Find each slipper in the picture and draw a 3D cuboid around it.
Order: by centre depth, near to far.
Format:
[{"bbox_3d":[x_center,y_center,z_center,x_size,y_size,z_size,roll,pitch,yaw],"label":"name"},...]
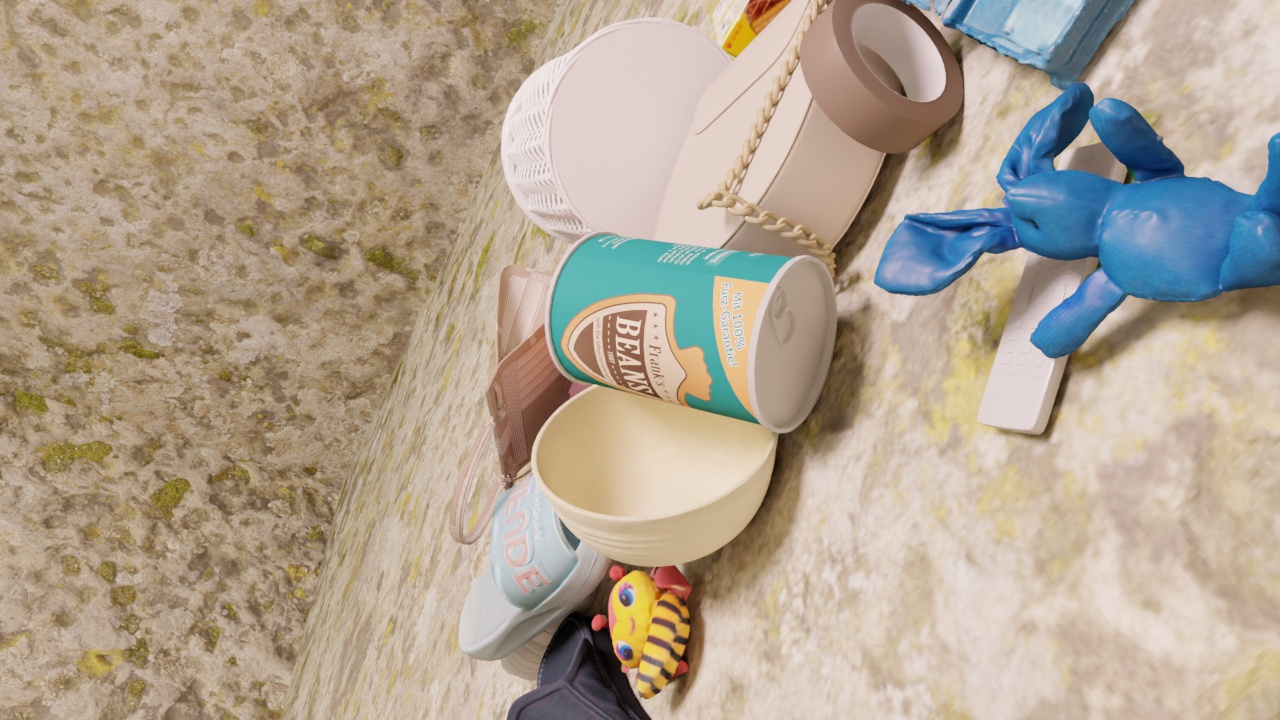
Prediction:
[{"bbox_3d":[-0.053,0.252,0.611,0.109,0.083,0.265,-63,21,8],"label":"slipper"},{"bbox_3d":[-0.086,0.147,0.699,0.246,0.074,0.103,-50,27,32],"label":"slipper"}]

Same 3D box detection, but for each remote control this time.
[{"bbox_3d":[0.178,-0.031,0.393,0.033,0.012,0.131,7,77,68],"label":"remote control"}]

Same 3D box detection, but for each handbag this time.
[{"bbox_3d":[0.081,-0.143,0.637,0.211,0.103,0.208,-29,41,61],"label":"handbag"},{"bbox_3d":[-0.111,0.055,0.744,0.176,0.062,0.197,93,-165,-55],"label":"handbag"}]

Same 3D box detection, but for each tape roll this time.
[{"bbox_3d":[0.138,-0.166,0.522,0.030,0.093,0.093,-40,34,54],"label":"tape roll"}]

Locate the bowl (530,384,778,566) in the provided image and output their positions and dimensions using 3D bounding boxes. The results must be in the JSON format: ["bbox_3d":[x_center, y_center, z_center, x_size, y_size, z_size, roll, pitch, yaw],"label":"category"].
[{"bbox_3d":[0.014,0.074,0.573,0.150,0.151,0.075,-102,-1,-58],"label":"bowl"}]

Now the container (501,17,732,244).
[{"bbox_3d":[-0.016,-0.194,0.822,0.189,0.189,0.187,-68,20,2],"label":"container"}]

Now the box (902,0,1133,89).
[{"bbox_3d":[0.211,-0.270,0.439,0.175,0.060,0.232,48,121,35],"label":"box"}]

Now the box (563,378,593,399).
[{"bbox_3d":[-0.037,0.023,0.822,0.101,0.111,0.201,14,83,45],"label":"box"}]

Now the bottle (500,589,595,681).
[{"bbox_3d":[-0.073,0.212,0.765,0.136,0.044,0.044,-58,21,27],"label":"bottle"}]

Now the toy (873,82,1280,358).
[{"bbox_3d":[0.175,-0.059,0.340,0.113,0.071,0.176,-64,24,0],"label":"toy"}]

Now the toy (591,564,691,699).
[{"bbox_3d":[0.005,0.173,0.598,0.084,0.046,0.103,-61,23,1],"label":"toy"}]

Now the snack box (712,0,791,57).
[{"bbox_3d":[0.116,-0.314,0.787,0.106,0.061,0.083,-55,23,34],"label":"snack box"}]

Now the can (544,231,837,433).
[{"bbox_3d":[0.030,-0.021,0.549,0.144,0.099,0.099,12,79,35],"label":"can"}]
